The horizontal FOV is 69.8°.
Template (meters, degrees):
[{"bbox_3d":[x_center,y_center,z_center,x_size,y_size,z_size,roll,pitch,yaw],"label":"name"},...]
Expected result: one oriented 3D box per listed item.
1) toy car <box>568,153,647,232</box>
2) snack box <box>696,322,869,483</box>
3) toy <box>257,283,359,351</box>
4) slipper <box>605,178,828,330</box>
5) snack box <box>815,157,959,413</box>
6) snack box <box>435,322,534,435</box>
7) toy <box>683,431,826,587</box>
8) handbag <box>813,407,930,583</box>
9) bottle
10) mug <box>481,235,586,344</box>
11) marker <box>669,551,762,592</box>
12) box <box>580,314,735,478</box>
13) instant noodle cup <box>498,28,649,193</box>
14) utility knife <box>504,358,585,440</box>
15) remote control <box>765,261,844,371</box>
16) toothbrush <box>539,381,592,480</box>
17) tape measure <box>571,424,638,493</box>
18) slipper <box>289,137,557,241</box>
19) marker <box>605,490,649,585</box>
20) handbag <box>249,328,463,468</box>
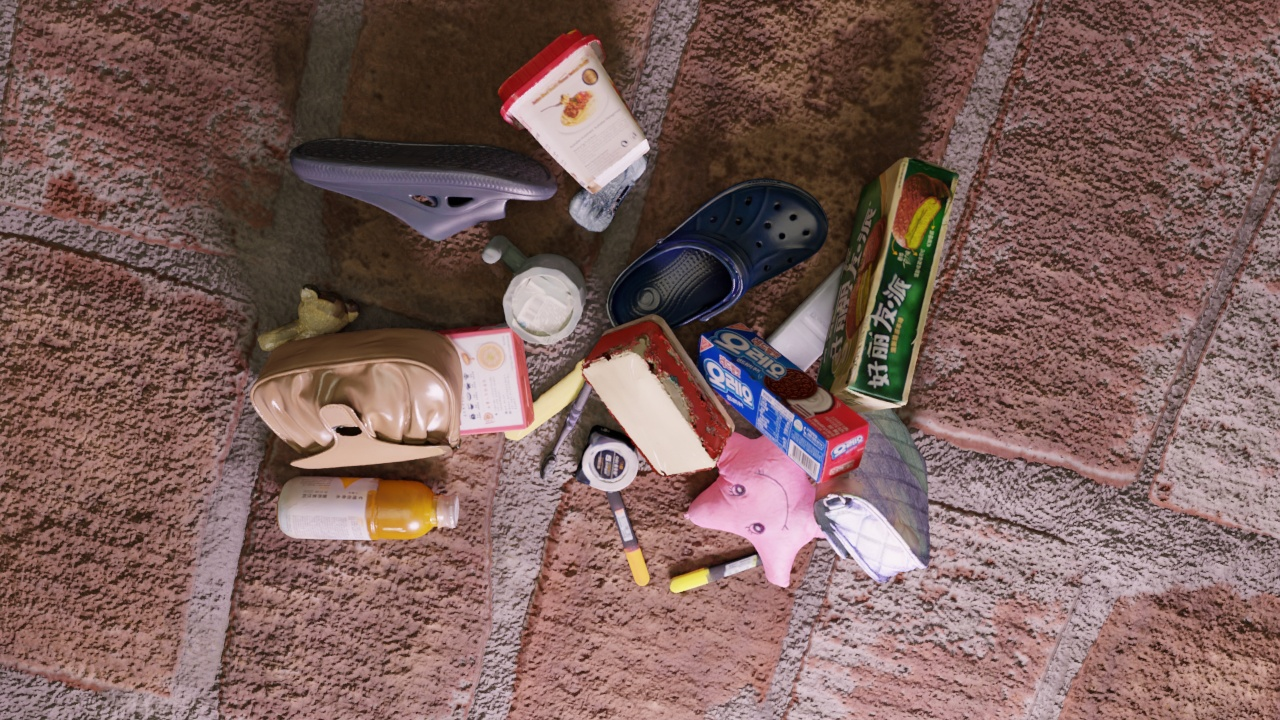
[{"bbox_3d":[-0.033,-0.185,0.963,0.049,0.031,0.106,32,99,-9],"label":"toy car"},{"bbox_3d":[0.136,0.036,0.928,0.058,0.207,0.057,-18,130,-27],"label":"snack box"},{"bbox_3d":[-0.362,-0.008,0.980,0.105,0.066,0.157,24,107,-37],"label":"toy"},{"bbox_3d":[0.074,-0.104,0.954,0.253,0.095,0.105,-29,104,8],"label":"slipper"},{"bbox_3d":[0.244,-0.071,0.920,0.063,0.114,0.240,15,83,-5],"label":"snack box"},{"bbox_3d":[-0.187,0.022,0.992,0.127,0.044,0.113,-5,102,7],"label":"snack box"},{"bbox_3d":[0.133,0.159,1.017,0.179,0.074,0.194,-20,91,22],"label":"toy"},{"bbox_3d":[0.239,0.128,0.956,0.076,0.193,0.134,-30,108,30],"label":"handbag"},{"bbox_3d":[-0.297,0.163,1.010,0.189,0.068,0.068,2,102,-2],"label":"bottle"},{"bbox_3d":[-0.113,-0.078,0.946,0.124,0.103,0.084,44,98,-11],"label":"mug"},{"bbox_3d":[0.093,0.244,1.069,0.124,0.015,0.018,-18,103,-1],"label":"marker"},{"bbox_3d":[0.018,0.045,0.959,0.092,0.079,0.168,-17,119,37],"label":"box"},{"bbox_3d":[-0.058,-0.238,0.901,0.117,0.116,0.124,-38,93,6],"label":"instant noodle cup"},{"bbox_3d":[-0.092,0.039,1.017,0.152,0.018,0.031,-38,97,4],"label":"utility knife"},{"bbox_3d":[0.197,-0.045,1.005,0.056,0.020,0.136,42,98,-11],"label":"remote control"},{"bbox_3d":[-0.070,0.055,1.012,0.014,0.016,0.189,22,107,-15],"label":"toothbrush"},{"bbox_3d":[-0.035,0.112,1.026,0.066,0.033,0.066,22,102,-4],"label":"tape measure"},{"bbox_3d":[-0.217,-0.173,0.931,0.268,0.110,0.083,6,118,2],"label":"slipper"},{"bbox_3d":[-0.015,0.201,1.056,0.018,0.015,0.124,-18,100,0],"label":"marker"},{"bbox_3d":[-0.280,0.046,0.924,0.204,0.099,0.148,-7,127,8],"label":"handbag"}]
